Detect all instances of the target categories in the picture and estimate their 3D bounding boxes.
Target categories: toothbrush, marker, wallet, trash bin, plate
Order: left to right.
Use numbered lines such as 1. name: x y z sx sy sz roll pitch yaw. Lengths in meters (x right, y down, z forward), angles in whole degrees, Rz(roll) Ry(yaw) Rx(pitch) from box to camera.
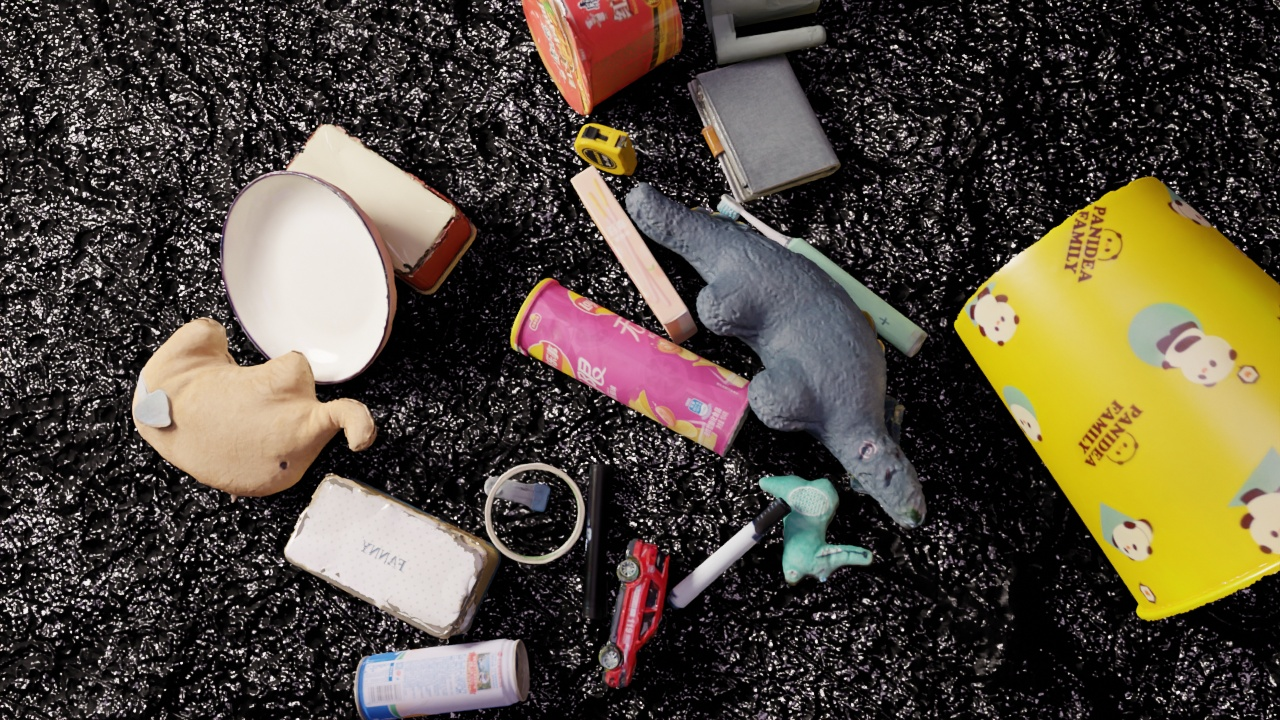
1. plate: -0.292 -0.075 0.825 0.193 0.038 0.192 8 110 23
2. marker: -0.036 0.155 0.790 0.022 0.020 0.132 4 78 -9
3. marker: 0.073 0.161 0.763 0.131 0.022 0.018 -43 73 8
4. wallet: 0.110 -0.216 0.850 0.106 0.037 0.129 -20 76 -10
5. toothbrush: 0.159 -0.081 0.819 0.224 0.026 0.027 40 127 13
6. trash bin: 0.388 0.020 0.679 0.229 0.230 0.255 -32 70 -2

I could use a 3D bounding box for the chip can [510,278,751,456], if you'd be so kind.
1. chip can: -0.005 0.005 0.794 0.210 0.071 0.071 27 81 11

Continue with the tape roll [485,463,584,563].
1. tape roll: -0.091 0.132 0.793 0.085 0.014 0.085 1 85 -8

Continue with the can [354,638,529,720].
1. can: -0.163 0.265 0.761 0.134 0.053 0.053 -8 76 4

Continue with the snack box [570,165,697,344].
1. snack box: -0.004 -0.091 0.809 0.026 0.084 0.157 -33 76 2

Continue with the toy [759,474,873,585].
1. toy: 0.146 0.143 0.767 0.096 0.030 0.092 2 82 12

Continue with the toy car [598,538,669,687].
1. toy car: -0.005 0.209 0.757 0.045 0.053 0.120 13 78 7

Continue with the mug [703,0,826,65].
1. mug: 0.113 -0.340 0.855 0.103 0.084 0.124 -9 77 2

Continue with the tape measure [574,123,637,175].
1. tape measure: -0.031 -0.198 0.850 0.057 0.060 0.029 21 80 16

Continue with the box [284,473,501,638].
1. box: -0.217 0.165 0.789 0.184 0.059 0.089 25 80 13

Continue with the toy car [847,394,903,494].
1. toy car: 0.198 0.071 0.776 0.043 0.034 0.090 5 63 12

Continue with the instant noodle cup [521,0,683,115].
1. instant noodle cup: -0.033 -0.311 0.845 0.108 0.138 0.138 -28 76 -10

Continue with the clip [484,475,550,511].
1. clip: -0.108 0.115 0.808 0.057 0.029 0.024 15 84 3

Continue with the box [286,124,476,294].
1. box: -0.246 -0.145 0.852 0.168 0.077 0.091 34 83 12

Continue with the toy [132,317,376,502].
1. toy: -0.340 0.055 0.815 0.226 0.082 0.143 19 96 7

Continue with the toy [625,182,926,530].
1. toy: 0.128 -0.019 0.758 0.137 0.092 0.356 -18 64 -44
